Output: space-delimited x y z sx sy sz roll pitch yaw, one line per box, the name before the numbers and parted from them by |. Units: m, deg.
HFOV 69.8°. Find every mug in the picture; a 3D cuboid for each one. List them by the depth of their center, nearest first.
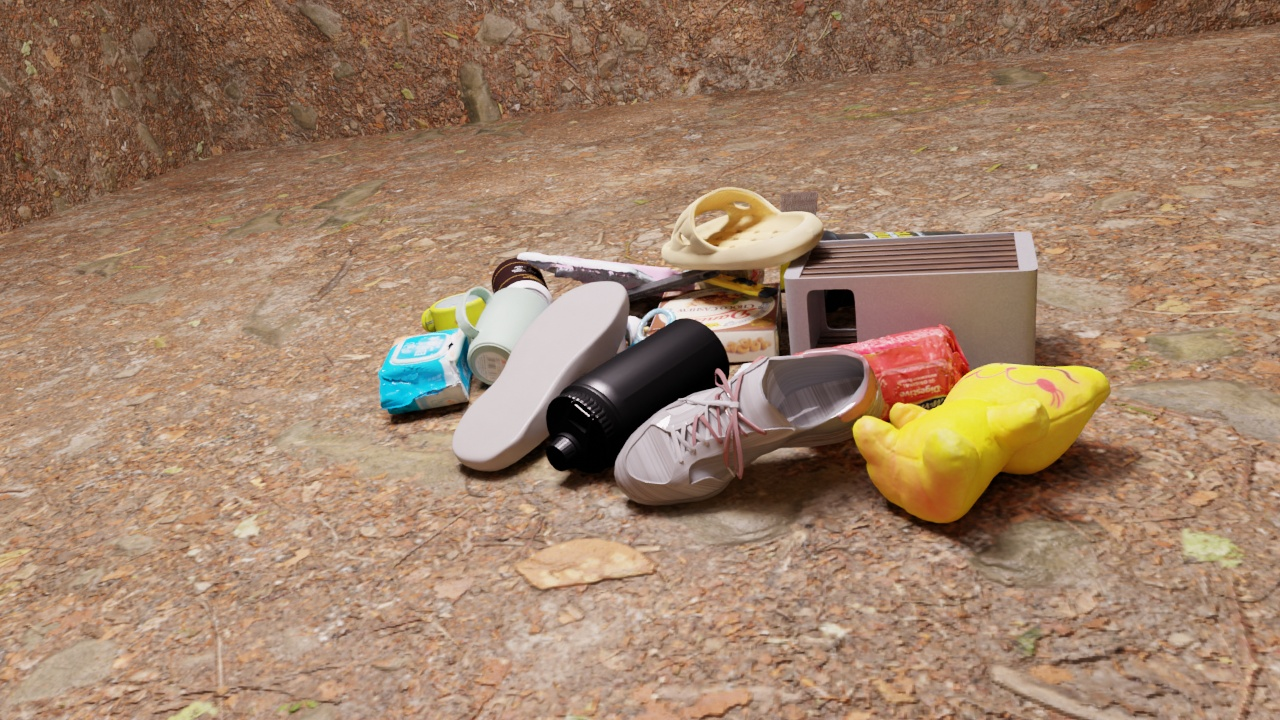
mug | -0.165 -0.034 1.056 0.084 0.111 0.103 -33 22 31

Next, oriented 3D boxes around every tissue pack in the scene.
tissue pack | -0.240 0.009 1.042 0.093 0.062 0.144 -9 24 -1

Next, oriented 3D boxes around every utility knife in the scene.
utility knife | 0.104 -0.094 1.104 0.030 0.017 0.159 -11 17 -33

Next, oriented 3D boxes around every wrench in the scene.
wrench | -0.035 -0.073 1.111 0.274 0.018 0.073 -15 -19 16

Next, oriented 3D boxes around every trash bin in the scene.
trash bin | 0.271 -0.052 0.923 0.229 0.114 0.114 0 25 20

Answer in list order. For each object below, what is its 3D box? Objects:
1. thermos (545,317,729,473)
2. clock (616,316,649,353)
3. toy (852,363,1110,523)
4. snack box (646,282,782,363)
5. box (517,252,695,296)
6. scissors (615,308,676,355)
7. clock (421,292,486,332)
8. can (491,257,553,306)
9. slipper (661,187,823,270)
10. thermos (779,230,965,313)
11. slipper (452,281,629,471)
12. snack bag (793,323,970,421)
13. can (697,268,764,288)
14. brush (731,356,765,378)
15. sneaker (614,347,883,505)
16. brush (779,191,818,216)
thermos | -0.008 0.036 0.864 0.086 0.086 0.198 12 31 39
clock | -0.048 -0.030 1.070 0.125 0.052 0.089 -25 28 -32
toy | 0.270 0.059 0.715 0.193 0.087 0.135 -21 9 -33
snack box | 0.090 -0.043 1.061 0.143 0.041 0.146 -3 24 12
box | -0.045 -0.114 1.190 0.201 0.037 0.152 11 -2 37
scissors | -0.008 0.008 0.987 0.140 0.013 0.117 -33 62 -1
clock | -0.235 -0.053 1.189 0.083 0.057 0.119 -25 22 -30
can | -0.157 -0.087 1.215 0.072 0.072 0.128 -13 24 -8
slipper | 0.104 -0.154 1.019 0.111 0.079 0.262 -29 19 -19
thermos | 0.272 -0.108 1.067 0.220 0.098 0.098 -7 23 -14
slipper | -0.088 0.028 0.946 0.113 0.081 0.265 -2 41 35
snack bag | 0.214 0.016 0.832 0.176 0.082 0.082 -11 24 -1
can | 0.112 -0.114 1.158 0.086 0.086 0.043 15 32 43
brush | 0.085 0.048 0.873 0.030 0.041 0.171 -14 19 36
sneaker | 0.083 0.045 0.744 0.236 0.089 0.099 -22 61 2
brush | 0.185 -0.130 1.096 0.045 0.143 0.008 -4 24 -9
